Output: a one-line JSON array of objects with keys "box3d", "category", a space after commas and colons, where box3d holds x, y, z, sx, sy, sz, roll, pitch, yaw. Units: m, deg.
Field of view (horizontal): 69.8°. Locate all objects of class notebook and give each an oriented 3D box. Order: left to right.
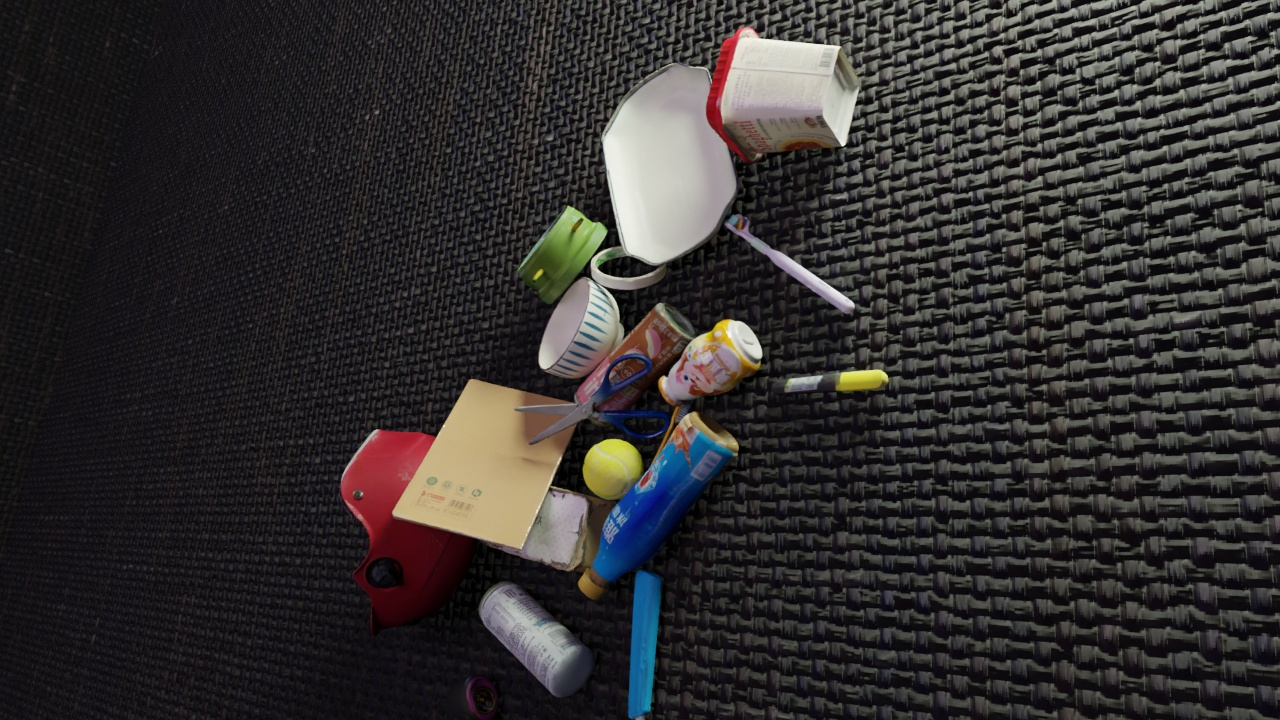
[{"box3d": [-0.163, 0.109, 1.019, 0.148, 0.008, 0.207, 12, 46, 10], "category": "notebook"}]

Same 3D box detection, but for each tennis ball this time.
[{"box3d": [-0.029, 0.116, 0.977, 0.066, 0.065, 0.065, -17, 64, 37], "category": "tennis ball"}]

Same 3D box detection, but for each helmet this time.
[{"box3d": [-0.256, 0.198, 1.084, 0.207, 0.144, 0.240, -125, 31, -82], "category": "helmet"}]

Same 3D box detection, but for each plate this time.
[{"box3d": [0.037, -0.226, 1.064, 0.162, 0.034, 0.265, -28, 57, 27], "category": "plate"}]

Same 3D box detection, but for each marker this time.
[{"box3d": [0.176, 0.022, 0.868, 0.124, 0.015, 0.018, -7, 69, 43], "category": "marker"}]

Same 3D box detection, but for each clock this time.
[{"box3d": [-0.098, -0.131, 1.114, 0.116, 0.056, 0.161, -51, 12, 1], "category": "clock"}]

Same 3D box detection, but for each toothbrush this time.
[{"box3d": [0.014, 0.128, 0.971, 0.018, 0.016, 0.191, 22, 89, 35], "category": "toothbrush"}, {"box3d": [0.151, -0.100, 0.932, 0.189, 0.029, 0.021, 45, 145, 40], "category": "toothbrush"}]

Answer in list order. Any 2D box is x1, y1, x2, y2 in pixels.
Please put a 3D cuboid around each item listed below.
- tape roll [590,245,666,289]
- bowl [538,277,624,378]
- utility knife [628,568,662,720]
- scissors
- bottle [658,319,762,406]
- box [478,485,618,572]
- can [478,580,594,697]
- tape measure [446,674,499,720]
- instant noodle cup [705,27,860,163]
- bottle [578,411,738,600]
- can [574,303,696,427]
[{"box3d": [-0.014, -0.107, 1.043, 0.086, 0.085, 0.014, 37, 141, 43], "category": "tape roll"}, {"box3d": [-0.061, -0.030, 1.049, 0.117, 0.066, 0.116, -48, 27, 35], "category": "bowl"}, {"box3d": [0.002, 0.303, 0.912, 0.034, 0.018, 0.187, -15, 64, 50], "category": "utility knife"}, {"box3d": [-0.045, 0.055, 0.988, 0.164, 0.160, 0.012, -54, 5, 21], "category": "scissors"}, {"box3d": [0.069, 0.007, 0.934, 0.109, 0.063, 0.063, -35, 54, 27], "category": "bottle"}, {"box3d": [-0.099, 0.182, 1.021, 0.185, 0.061, 0.089, 9, 81, 41], "category": "box"}, {"box3d": [-0.114, 0.298, 0.990, 0.147, 0.058, 0.058, 27, 93, 44], "category": "can"}, {"box3d": [-0.188, 0.383, 1.024, 0.039, 0.057, 0.057, -30, 65, 31], "category": "tape measure"}, {"box3d": [0.149, -0.270, 0.942, 0.124, 0.116, 0.116, 11, 81, 32], "category": "instant noodle cup"}, {"box3d": [0.012, 0.153, 0.926, 0.219, 0.065, 0.065, -53, 48, 12], "category": "bottle"}, {"box3d": [-0.006, 0.006, 1.004, 0.147, 0.058, 0.058, -46, 49, 19], "category": "can"}]
